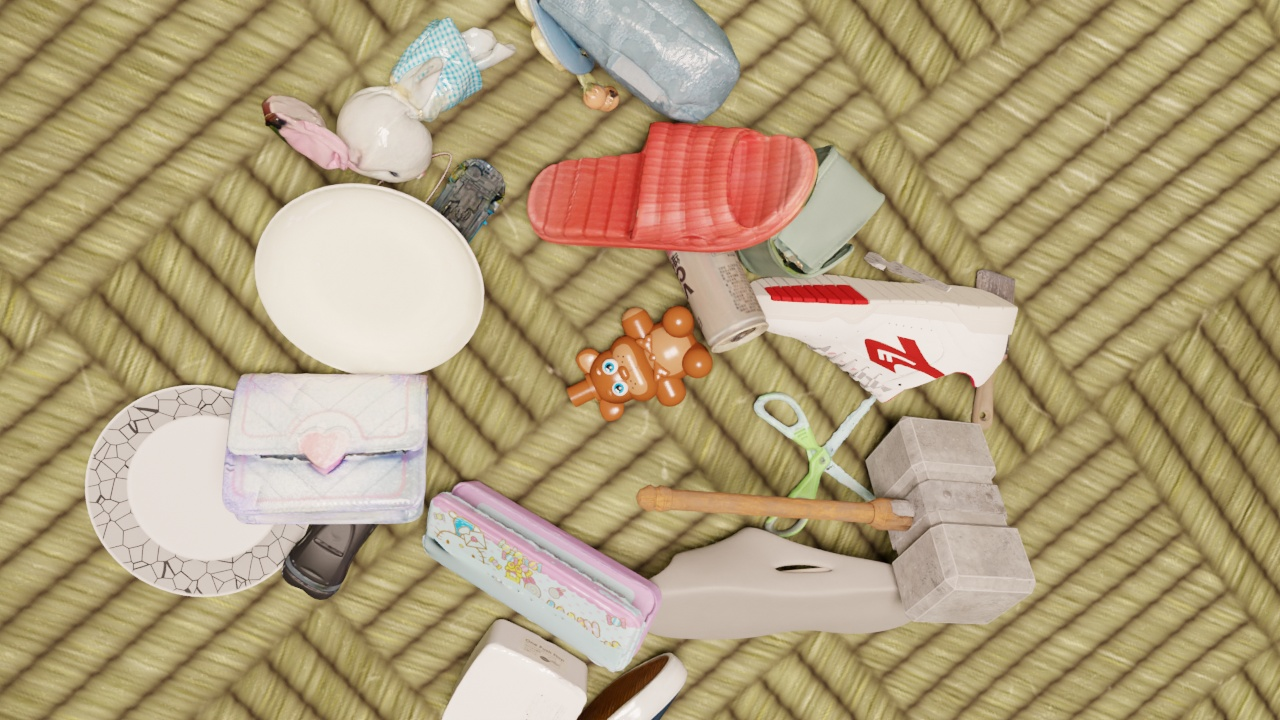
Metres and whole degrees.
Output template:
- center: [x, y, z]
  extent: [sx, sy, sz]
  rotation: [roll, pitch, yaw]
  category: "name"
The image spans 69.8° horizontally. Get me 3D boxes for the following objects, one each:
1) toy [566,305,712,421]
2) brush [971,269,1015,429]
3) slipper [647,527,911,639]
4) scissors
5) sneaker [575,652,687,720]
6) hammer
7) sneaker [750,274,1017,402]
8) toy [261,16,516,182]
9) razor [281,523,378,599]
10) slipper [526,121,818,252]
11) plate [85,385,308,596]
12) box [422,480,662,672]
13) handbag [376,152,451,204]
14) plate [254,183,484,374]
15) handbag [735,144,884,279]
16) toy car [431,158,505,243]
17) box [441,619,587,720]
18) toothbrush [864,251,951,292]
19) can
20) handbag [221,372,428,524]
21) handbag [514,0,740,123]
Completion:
- center: [-0.005, 0.005, 0.803]
  extent: [0.128, 0.065, 0.095]
  rotation: [-26, 91, 4]
  category: "toy"
- center: [0.326, -0.009, 0.858]
  extent: [0.039, 0.012, 0.151]
  rotation: [2, 98, -7]
  category: "brush"
- center: [0.125, 0.198, 0.840]
  extent: [0.266, 0.080, 0.113]
  rotation: [-2, 142, 0]
  category: "slipper"
- center: [0.169, 0.093, 0.857]
  extent: [0.172, 0.021, 0.171]
  rotation: [37, 89, -8]
  category: "scissors"
- center: [-0.037, 0.401, 0.839]
  extent: [0.127, 0.120, 0.295]
  rotation: [40, 96, 3]
  category: "sneaker"
- center: [0.150, 0.124, 0.764]
  extent: [0.317, 0.162, 0.083]
  rotation: [6, 142, -14]
  category: "hammer"
- center: [0.206, -0.014, 0.816]
  extent: [0.236, 0.090, 0.104]
  rotation: [3, 109, -7]
  category: "sneaker"
- center: [-0.191, -0.205, 0.747]
  extent: [0.205, 0.131, 0.106]
  rotation: [-31, 123, -12]
  category: "toy"
- center: [-0.257, 0.140, 0.808]
  extent: [0.053, 0.064, 0.140]
  rotation: [34, 79, -9]
  category: "razor"
- center: [0.013, -0.139, 0.727]
  extent: [0.249, 0.059, 0.103]
  rotation: [-2, 70, 22]
  category: "slipper"
- center: [-0.382, 0.114, 0.803]
  extent: [0.188, 0.016, 0.188]
  rotation: [-1, 99, -6]
  category: "plate"
- center: [-0.090, 0.183, 0.787]
  extent: [0.214, 0.065, 0.078]
  rotation: [27, 109, 15]
  category: "box"
- center: [-0.207, -0.136, 0.781]
  extent: [0.119, 0.029, 0.055]
  rotation: [-41, 102, -4]
  category: "handbag"
- center: [-0.220, -0.068, 0.759]
  extent: [0.182, 0.034, 0.183]
  rotation: [-1, 126, -2]
  category: "plate"
- center: [0.137, -0.116, 0.769]
  extent: [0.067, 0.122, 0.106]
  rotation: [39, 90, -12]
  category: "handbag"
- center: [-0.155, -0.122, 0.782]
  extent: [0.048, 0.032, 0.105]
  rotation: [35, 99, -9]
  category: "toy car"
- center: [-0.112, 0.301, 0.851]
  extent: [0.107, 0.091, 0.102]
  rotation: [31, 102, -4]
  category: "box"
- center: [0.219, -0.071, 0.753]
  extent: [0.010, 0.181, 0.010]
  rotation: [35, 99, -13]
  category: "toothbrush"
- center: [0.057, -0.078, 0.778]
  extent: [0.054, 0.054, 0.135]
  rotation: [-23, 78, -2]
  category: "can"
- center: [-0.257, 0.069, 0.761]
  extent: [0.158, 0.069, 0.126]
  rotation: [1, 70, -10]
  category: "handbag"
- center: [-0.015, -0.259, 0.740]
  extent: [0.192, 0.121, 0.119]
  rotation: [39, 110, -12]
  category: "handbag"
